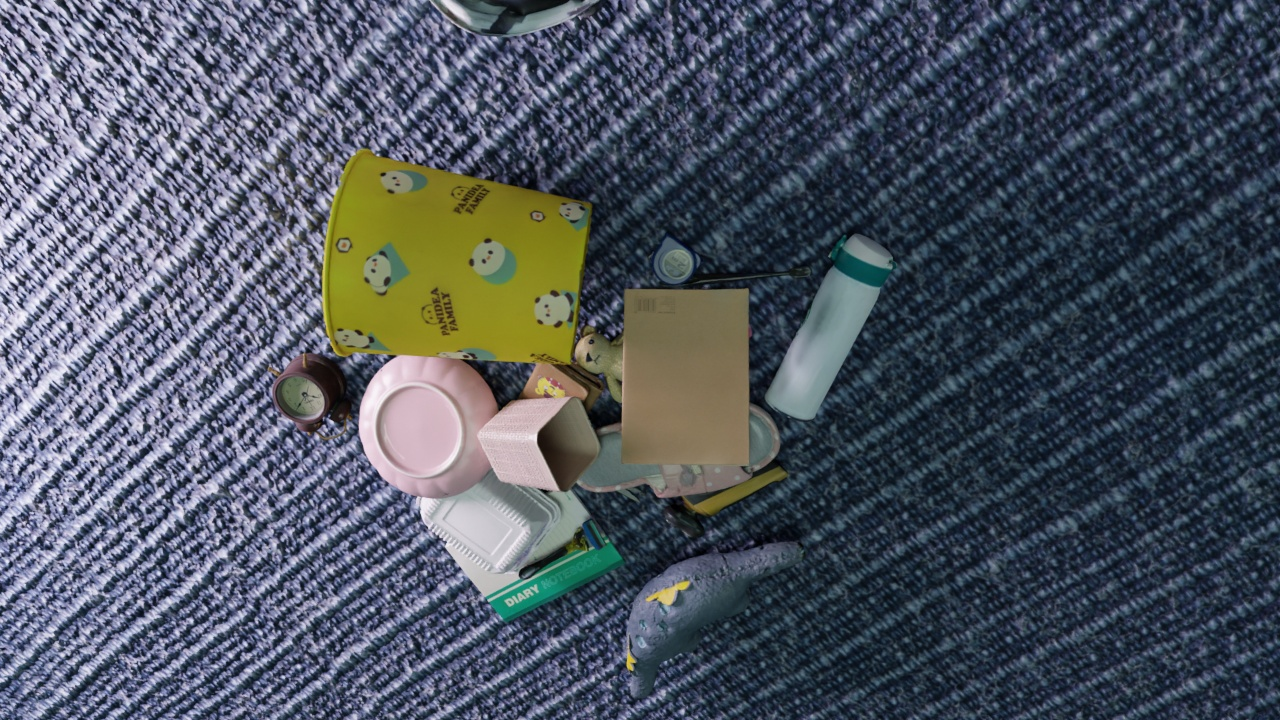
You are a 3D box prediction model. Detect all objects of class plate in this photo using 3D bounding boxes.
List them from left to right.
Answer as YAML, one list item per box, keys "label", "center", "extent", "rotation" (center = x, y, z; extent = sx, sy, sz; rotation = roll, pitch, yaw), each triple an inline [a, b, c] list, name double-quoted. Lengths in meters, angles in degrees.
- label: "plate"
  center: [-0.272, 0.084, 1.153]
  extent: [0.192, 0.039, 0.192]
  rotation: [2, 98, 12]

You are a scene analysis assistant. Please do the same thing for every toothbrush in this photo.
- label: "toothbrush"
  center: [0.112, -0.099, 1.090]
  extent: [0.181, 0.018, 0.015]
  rotation: [-3, 97, 10]

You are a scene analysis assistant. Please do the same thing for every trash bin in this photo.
- label: "trash bin"
  center: [-0.191, -0.102, 1.020]
  extent: [0.255, 0.229, 0.230]
  rotation: [7, 113, -3]

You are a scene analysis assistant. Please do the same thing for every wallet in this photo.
- label: "wallet"
  center: [-0.102, 0.045, 1.140]
  extent: [0.090, 0.033, 0.116]
  rotation: [34, 135, 0]

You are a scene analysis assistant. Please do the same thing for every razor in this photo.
- label: "razor"
  center: [-0.109, 0.264, 1.250]
  extent: [0.143, 0.022, 0.042]
  rotation: [-33, 83, 19]
- label: "razor"
  center: [0.112, 0.175, 1.184]
  extent: [0.168, 0.062, 0.067]
  rotation: [-27, 76, 11]

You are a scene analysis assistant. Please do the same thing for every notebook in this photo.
- label: "notebook"
  center: [-0.146, 0.269, 1.275]
  extent: [0.209, 0.012, 0.150]
  rotation: [-29, 107, 16]
- label: "notebook"
  center: [0.053, 0.017, 1.078]
  extent: [0.149, 0.012, 0.211]
  rotation: [0, 79, 2]

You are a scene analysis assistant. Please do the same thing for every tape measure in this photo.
- label: "tape measure"
  center: [0.040, -0.117, 1.082]
  extent: [0.058, 0.025, 0.054]
  rotation: [36, 103, -1]

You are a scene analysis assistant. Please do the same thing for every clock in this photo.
- label: "clock"
  center: [-0.423, 0.048, 1.190]
  extent: [0.082, 0.055, 0.122]
  rotation: [-20, 111, 14]

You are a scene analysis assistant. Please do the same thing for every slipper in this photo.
- label: "slipper"
  center: [0.034, 0.113, 1.119]
  extent: [0.275, 0.054, 0.114]
  rotation: [-10, 107, 19]

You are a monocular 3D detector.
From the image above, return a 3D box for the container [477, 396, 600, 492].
- label: "container"
  center: [-0.126, 0.100, 1.113]
  extent: [0.111, 0.089, 0.090]
  rotation: [-1, 122, 38]

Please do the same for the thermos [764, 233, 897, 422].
- label: "thermos"
  center: [0.220, -0.039, 1.075]
  extent: [0.073, 0.073, 0.225]
  rotation: [22, 113, -3]

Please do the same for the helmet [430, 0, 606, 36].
- label: "helmet"
  center: [-0.108, -0.442, 0.901]
  extent: [0.259, 0.145, 0.229]
  rotation: [-28, 108, 8]

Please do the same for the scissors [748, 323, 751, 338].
- label: "scissors"
  center: [0.092, 0.003, 1.135]
  extent: [0.064, 0.017, 0.136]
  rotation: [16, 117, 0]

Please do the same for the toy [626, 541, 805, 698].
- label: "toy"
  center: [0.067, 0.335, 1.236]
  extent: [0.138, 0.091, 0.357]
  rotation: [35, 115, -21]

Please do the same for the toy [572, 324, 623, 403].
- label: "toy"
  center: [-0.007, 0.007, 1.115]
  extent: [0.157, 0.066, 0.105]
  rotation: [16, 104, 10]

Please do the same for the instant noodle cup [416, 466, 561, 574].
- label: "instant noodle cup"
  center: [-0.208, 0.206, 1.218]
  extent: [0.173, 0.060, 0.138]
  rotation: [37, 109, -4]

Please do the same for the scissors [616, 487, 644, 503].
- label: "scissors"
  center: [-0.071, 0.133, 1.208]
  extent: [0.173, 0.014, 0.143]
  rotation: [-2, 113, 7]
